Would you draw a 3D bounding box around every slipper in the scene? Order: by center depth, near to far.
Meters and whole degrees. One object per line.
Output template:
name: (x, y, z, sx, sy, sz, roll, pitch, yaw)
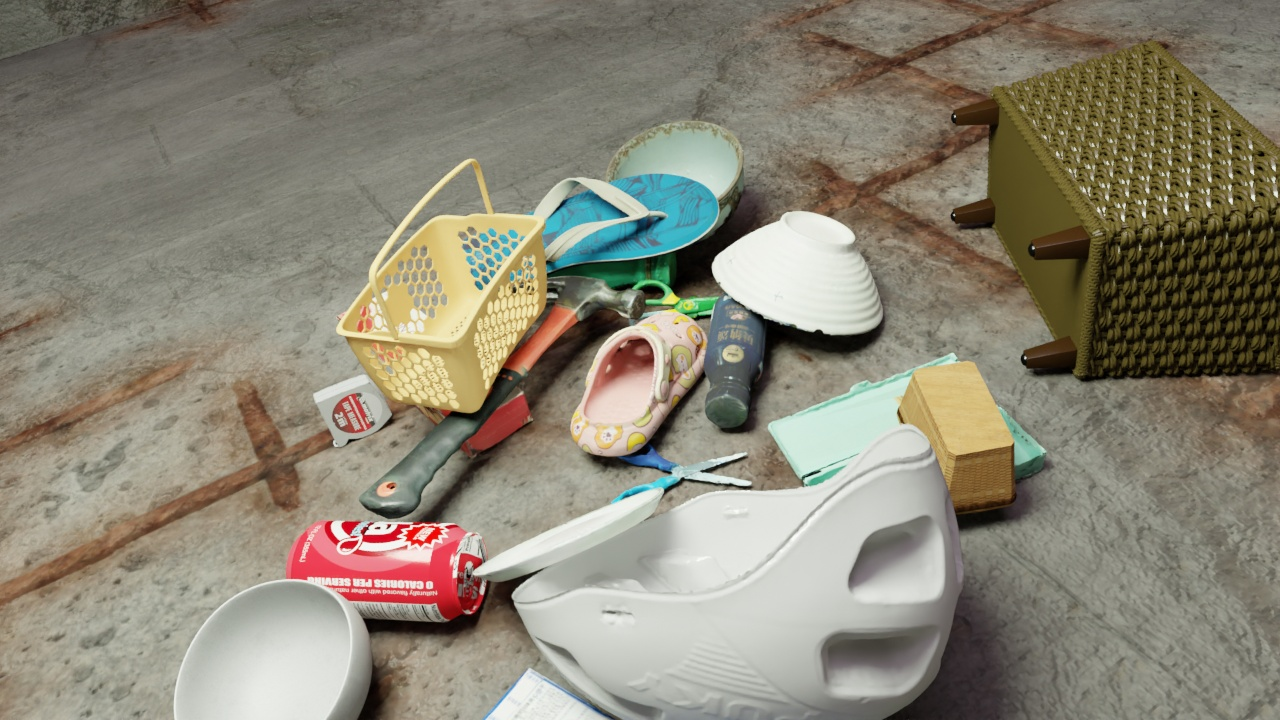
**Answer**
slipper: (-0.005, 0.005, 0.855, 0.093, 0.082, 0.196, 9, 40, 26)
slipper: (-0.067, -0.146, 0.963, 0.295, 0.060, 0.118, -15, 52, 5)

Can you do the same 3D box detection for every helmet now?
helmet: (0.056, 0.140, 0.582, 0.283, 0.184, 0.224, -3, -1, 19)

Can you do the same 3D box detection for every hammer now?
hammer: (-0.131, 0.022, 0.844, 0.133, 0.033, 0.332, 15, 45, 26)

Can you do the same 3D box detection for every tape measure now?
tape measure: (-0.279, 0.047, 0.890, 0.062, 0.060, 0.020, -25, 41, -15)

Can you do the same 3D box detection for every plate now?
plate: (-0.052, 0.134, 0.696, 0.157, 0.014, 0.157, -24, -4, -2)

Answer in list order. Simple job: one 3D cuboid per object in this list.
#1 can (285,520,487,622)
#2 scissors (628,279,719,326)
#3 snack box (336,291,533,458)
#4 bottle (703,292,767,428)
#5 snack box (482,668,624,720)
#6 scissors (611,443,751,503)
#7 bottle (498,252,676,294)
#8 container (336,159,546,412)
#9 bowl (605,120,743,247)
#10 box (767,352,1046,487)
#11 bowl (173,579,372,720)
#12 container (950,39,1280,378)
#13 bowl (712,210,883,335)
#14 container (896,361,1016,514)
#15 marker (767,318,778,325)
can: (-0.198, 0.164, 0.718, 0.142, 0.074, 0.074, -1, 40, 12)
scissors: (0.050, -0.050, 0.957, 0.130, 0.014, 0.070, 3, 70, 0)
snack box: (-0.219, 0.004, 0.941, 0.076, 0.044, 0.273, -32, 44, -25)
bottle: (0.089, -0.004, 0.867, 0.056, 0.056, 0.160, 0, 41, 13)
snack box: (0.003, 0.270, 0.555, 0.227, 0.059, 0.059, 20, 45, 31)
scissors: (0.032, 0.089, 0.800, 0.133, 0.015, 0.104, -17, 38, -6)
bottle: (-0.066, -0.102, 1.012, 0.210, 0.068, 0.067, 1, 41, 14)
container: (-0.172, -0.069, 0.807, 0.129, 0.167, 0.182, 7, 44, 20)
bowl: (0.047, -0.188, 1.058, 0.160, 0.094, 0.159, -8, 52, 10)
box: (0.217, 0.069, 0.767, 0.186, 0.033, 0.136, -18, 40, -9)
bowl: (-0.252, 0.229, 0.653, 0.132, 0.064, 0.131, -6, 54, 9)
container: (0.429, -0.139, 0.860, 0.205, 0.177, 0.320, -9, 39, 8)
bowl: (0.165, -0.100, 0.905, 0.177, 0.071, 0.177, 11, 31, -7)
container: (0.246, 0.055, 0.714, 0.063, 0.061, 0.113, -9, 45, 1)
marker: (0.114, -0.078, 0.979, 0.015, 0.018, 0.134, -4, 35, -23)
